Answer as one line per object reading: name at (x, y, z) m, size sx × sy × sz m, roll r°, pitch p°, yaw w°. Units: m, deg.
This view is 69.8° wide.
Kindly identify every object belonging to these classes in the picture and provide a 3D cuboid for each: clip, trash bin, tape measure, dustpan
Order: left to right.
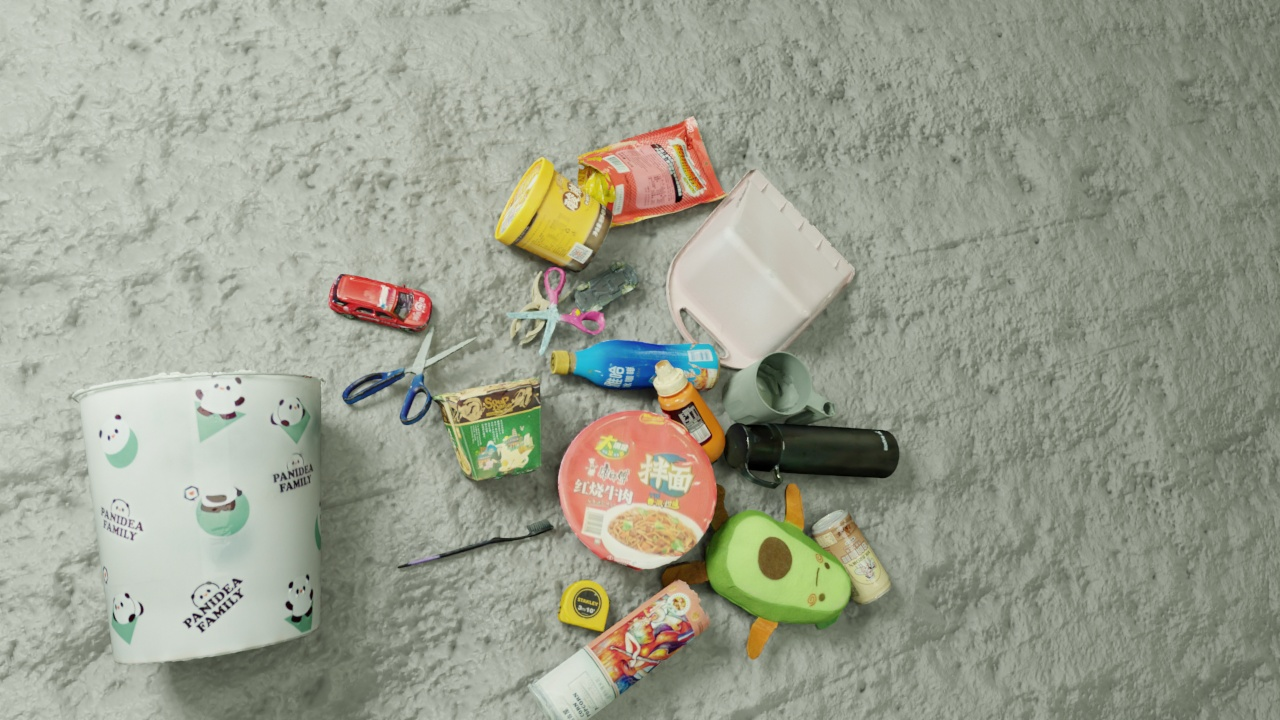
trash bin at (-0.420, 0.151, 0.901) m, size 0.229 × 0.230 × 0.251 m, roll -3°, pitch 82°, yaw -22°
clip at (-0.133, -0.065, 1.169) m, size 0.070 × 0.035 × 0.099 m, roll 35°, pitch 61°, yaw -8°
tape measure at (-0.067, 0.292, 1.095) m, size 0.060 × 0.029 × 0.057 m, roll 19°, pitch 70°, yaw -15°
dustpan at (0.157, -0.120, 1.309) m, size 0.222 × 0.139 × 0.272 m, roll 46°, pitch 37°, yaw -2°

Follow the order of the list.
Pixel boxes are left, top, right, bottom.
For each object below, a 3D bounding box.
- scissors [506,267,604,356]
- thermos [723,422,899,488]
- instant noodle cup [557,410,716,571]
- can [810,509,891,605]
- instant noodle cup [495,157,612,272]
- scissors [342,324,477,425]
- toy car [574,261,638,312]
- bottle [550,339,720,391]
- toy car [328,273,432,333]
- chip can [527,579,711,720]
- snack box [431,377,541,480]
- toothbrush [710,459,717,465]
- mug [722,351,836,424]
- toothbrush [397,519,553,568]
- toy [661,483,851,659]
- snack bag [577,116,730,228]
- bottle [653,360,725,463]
scissors at (-0.107, -0.064, 1.156) m, size 0.133 × 0.017 × 0.133 m, roll -1°, pitch 70°, yaw -29°
thermos at (0.230, 0.130, 1.218) m, size 0.242 × 0.069 × 0.089 m, roll 4°, pitch 58°, yaw -26°
instant noodle cup at (-0.008, 0.162, 1.123) m, size 0.193 × 0.066 × 0.193 m, roll 4°, pitch 67°, yaw -10°
can at (0.280, 0.261, 1.221) m, size 0.058 × 0.059 × 0.116 m, roll -31°, pitch 88°, yaw -25°
instant noodle cup at (-0.107, -0.178, 1.168) m, size 0.114 × 0.119 × 0.118 m, roll 29°, pitch 67°, yaw -20°
scissors at (-0.268, 0.016, 1.068) m, size 0.162 × 0.012 × 0.175 m, roll -15°, pitch 40°, yaw 3°
toy car at (-0.046, -0.094, 1.209) m, size 0.090 × 0.034 × 0.043 m, roll -34°, pitch 92°, yaw -16°
bottle at (-0.007, 0.007, 1.179) m, size 0.218 × 0.065 × 0.065 m, roll 1°, pitch 75°, yaw -20°
toy car at (-0.309, -0.069, 1.096) m, size 0.120 × 0.045 × 0.052 m, roll 13°, pitch 72°, yaw -19°
chip can at (-0.022, 0.343, 1.065) m, size 0.214 × 0.071 × 0.071 m, roll -32°, pitch 88°, yaw -20°
snack box at (-0.174, 0.082, 1.078) m, size 0.118 × 0.118 × 0.105 m, roll -10°, pitch 91°, yaw -21°
toothbrush at (0.033, 0.178, 1.174) m, size 0.185 × 0.012 × 0.017 m, roll -35°, pitch 68°, yaw -26°
mug at (0.182, 0.051, 1.217) m, size 0.124 × 0.104 × 0.083 m, roll 30°, pitch 66°, yaw -12°
toothbrush at (-0.192, 0.216, 1.078) m, size 0.188 × 0.014 × 0.016 m, roll -11°, pitch 72°, yaw -23°
toy at (0.160, 0.261, 1.159) m, size 0.246 × 0.090 × 0.226 m, roll 22°, pitch 75°, yaw -10°
snack bag at (0.018, -0.257, 1.267) m, size 0.207 × 0.073 × 0.128 m, roll -23°, pitch 85°, yaw -30°
bottle at (0.055, 0.063, 1.160) m, size 0.066 × 0.067 × 0.149 m, roll -41°, pitch 119°, yaw -26°
